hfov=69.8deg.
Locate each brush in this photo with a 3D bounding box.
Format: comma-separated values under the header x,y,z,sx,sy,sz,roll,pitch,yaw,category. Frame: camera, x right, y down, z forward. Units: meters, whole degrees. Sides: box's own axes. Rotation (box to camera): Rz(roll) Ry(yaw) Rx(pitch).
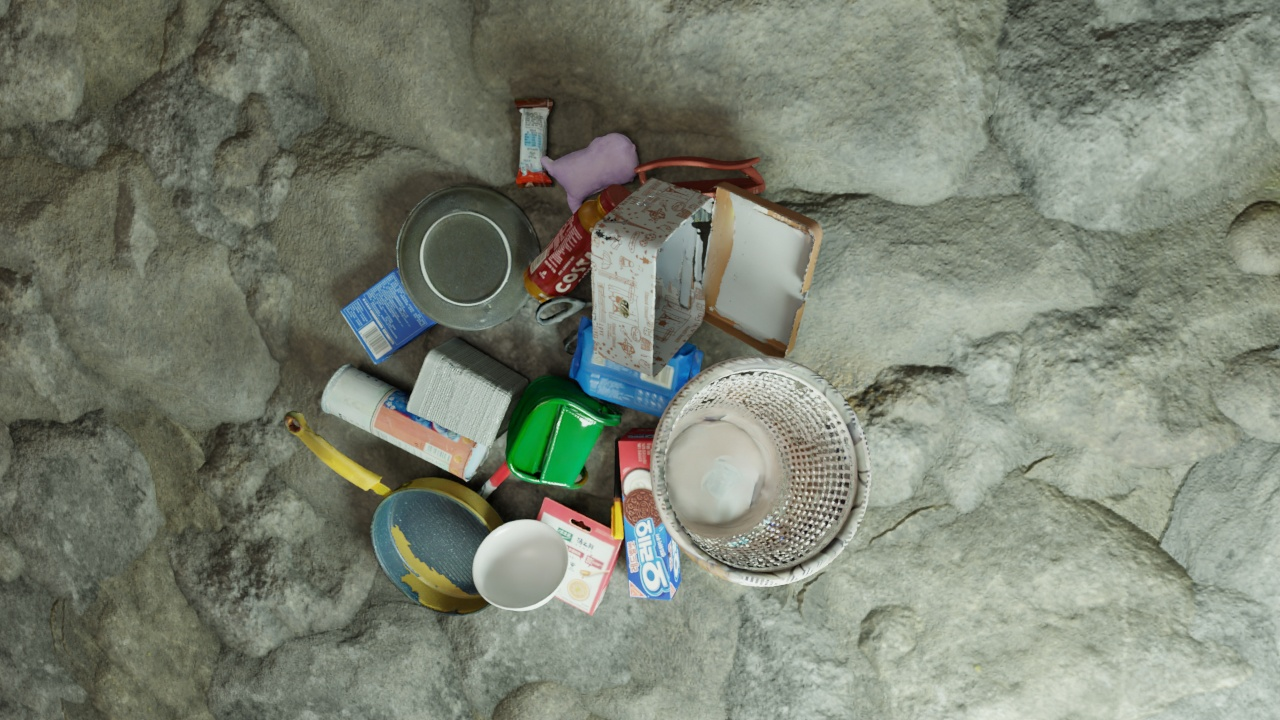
x,y,z,sx,sy,sz,roll,pitch,yaw,category
0.066,-0.192,1.020,0.146,0.063,0.069,-1,115,15,brush

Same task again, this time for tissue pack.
x,y,z,sx,sy,sz,roll,pitch,yaw,category
-0.006,0.006,1.086,0.157,0.052,0.095,17,121,11,tissue pack

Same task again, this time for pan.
x,y,z,sx,sy,sz,roll,pitch,yaw,category
-0.316,0.191,1.183,0.198,0.078,0.357,-35,98,29,pan

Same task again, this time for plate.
x,y,z,sx,sy,sz,roll,pitch,yaw,category
-0.212,-0.124,1.117,0.179,0.024,0.179,0,98,3,plate

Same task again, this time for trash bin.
x,y,z,sx,sy,sz,roll,pitch,yaw,category
0.105,0.119,0.990,0.227,0.192,0.227,1,82,-10,trash bin

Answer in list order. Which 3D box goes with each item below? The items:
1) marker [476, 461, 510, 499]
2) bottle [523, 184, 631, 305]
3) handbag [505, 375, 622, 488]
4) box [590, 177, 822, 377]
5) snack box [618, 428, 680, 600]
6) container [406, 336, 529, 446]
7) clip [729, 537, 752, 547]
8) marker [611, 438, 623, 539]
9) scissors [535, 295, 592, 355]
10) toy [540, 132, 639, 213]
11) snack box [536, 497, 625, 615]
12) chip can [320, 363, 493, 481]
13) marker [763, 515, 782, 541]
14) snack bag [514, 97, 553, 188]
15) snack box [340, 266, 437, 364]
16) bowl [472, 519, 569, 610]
x,y,z,sx,sy,sz,roll,pitch,yaw,category
-0.216,0.185,1.213,0.017,0.017,0.145,45,110,2,marker
-0.069,-0.132,1.047,0.057,0.057,0.175,49,131,1,bottle
-0.099,0.091,1.121,0.120,0.068,0.131,22,112,-18,handbag
0.069,-0.072,0.968,0.193,0.156,0.183,23,136,23,box
0.014,0.189,1.127,0.058,0.057,0.207,-1,102,16,snack box
-0.211,0.041,1.141,0.114,0.090,0.090,27,109,6,container
0.120,0.221,1.126,0.057,0.015,0.049,32,107,8,clip
-0.028,0.157,1.128,0.015,0.018,0.123,-2,77,8,marker
-0.044,-0.067,1.085,0.170,0.014,0.160,4,132,-18,scissors
-0.051,-0.219,1.060,0.108,0.038,0.084,-24,113,16,toy
-0.086,0.243,1.174,0.113,0.044,0.127,25,109,10,snack box
-0.301,0.080,1.184,0.215,0.071,0.071,25,108,9,chip can
0.123,0.166,1.111,0.146,0.016,0.017,43,110,3,marker
-0.125,-0.255,1.079,0.048,0.026,0.104,2,102,9,snack bag
-0.301,-0.071,1.172,0.157,0.026,0.084,-32,93,20,snack box
-0.142,0.263,1.130,0.118,0.118,0.065,10,143,14,bowl
